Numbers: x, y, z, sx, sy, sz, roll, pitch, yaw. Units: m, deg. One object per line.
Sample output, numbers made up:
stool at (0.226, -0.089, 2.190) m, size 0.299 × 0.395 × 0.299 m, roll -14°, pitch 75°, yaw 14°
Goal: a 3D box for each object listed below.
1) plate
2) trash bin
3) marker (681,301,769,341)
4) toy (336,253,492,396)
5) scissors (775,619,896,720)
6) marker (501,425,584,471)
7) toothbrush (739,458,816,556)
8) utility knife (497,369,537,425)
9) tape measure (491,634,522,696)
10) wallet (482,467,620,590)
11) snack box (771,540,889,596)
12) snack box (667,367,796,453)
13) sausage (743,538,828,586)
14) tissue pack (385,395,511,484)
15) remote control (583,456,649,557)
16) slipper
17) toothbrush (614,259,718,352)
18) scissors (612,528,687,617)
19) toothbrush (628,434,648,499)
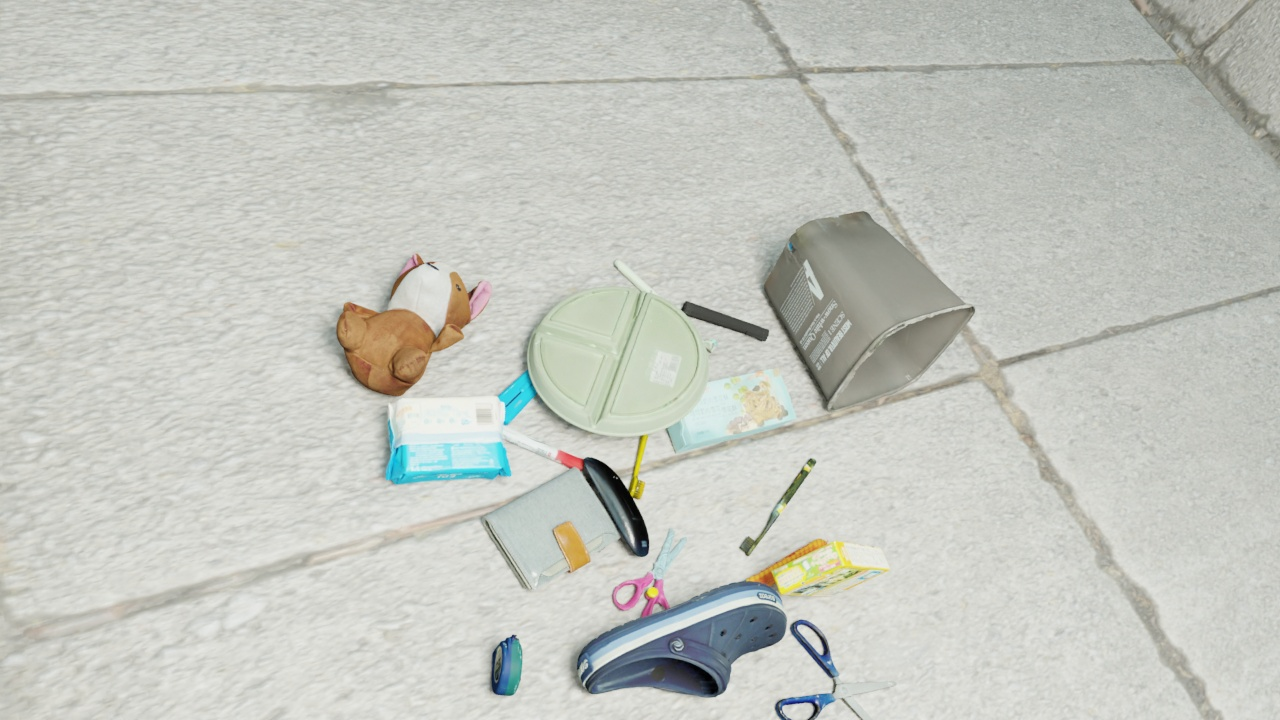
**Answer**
plate at (-0.026, -0.008, 1.140) m, size 0.230 × 0.028 × 0.229 m, roll 3°, pitch 53°, yaw -5°
trash bin at (0.308, -0.078, 1.306) m, size 0.198 × 0.200 × 0.219 m, roll -15°, pitch 59°, yaw -31°
marker at (0.121, -0.055, 1.309) m, size 0.132 × 0.020 × 0.022 m, roll 18°, pitch 44°, yaw -13°
toy at (-0.267, -0.055, 1.080) m, size 0.140 × 0.131 × 0.199 m, roll 30°, pitch 41°, yaw 4°
scissors at (0.224, 0.378, 1.068) m, size 0.175 × 0.012 × 0.162 m, roll -8°, pitch 62°, yaw -29°
marker at (-0.134, 0.098, 1.094) m, size 0.145 × 0.017 × 0.017 m, roll 24°, pitch 52°, yaw -7°
toothbrush at (0.179, 0.184, 1.179) m, size 0.017 × 0.012 × 0.185 m, roll 34°, pitch 50°, yaw 14°
utility knife at (-0.129, 0.018, 1.150) m, size 0.034 × 0.018 × 0.185 m, roll 38°, pitch 50°, yaw 4°
tape measure at (-0.133, 0.310, 0.925) m, size 0.025 × 0.058 × 0.054 m, roll 9°, pitch 53°, yaw -18°
wallet at (-0.097, 0.190, 1.037) m, size 0.129 × 0.037 × 0.106 m, roll -26°, pitch 70°, yaw -34°
snack box at (0.224, 0.245, 1.072) m, size 0.140 × 0.087 × 0.033 m, roll 18°, pitch 46°, yaw -53°
snack box at (0.115, 0.064, 1.197) m, size 0.174 × 0.052 × 0.074 m, roll -11°, pitch 76°, yaw -30°
sausage at (0.174, 0.254, 1.122) m, size 0.164 × 0.022 × 0.021 m, roll -20°, pitch 68°, yaw -33°
tissue pack at (-0.215, 0.090, 1.028) m, size 0.140 × 0.063 × 0.090 m, roll -1°, pitch 72°, yaw -24°
remote control at (-0.023, 0.167, 1.079) m, size 0.136 × 0.024 × 0.053 m, roll 59°, pitch 17°, yaw 19°
slipper at (0.058, 0.310, 0.978) m, size 0.252 × 0.105 × 0.095 m, roll -8°, pitch 55°, yaw -25°
toothbrush at (0.034, -0.079, 1.288) m, size 0.189 × 0.029 × 0.020 m, roll 42°, pitch 92°, yaw 9°
scissors at (0.011, 0.243, 1.065) m, size 0.077 × 0.017 × 0.137 m, roll 21°, pitch 47°, yaw 1°
toothbrush at (0.010, 0.092, 1.163) m, size 0.016 × 0.016 × 0.189 m, roll 24°, pitch 51°, yaw -14°
